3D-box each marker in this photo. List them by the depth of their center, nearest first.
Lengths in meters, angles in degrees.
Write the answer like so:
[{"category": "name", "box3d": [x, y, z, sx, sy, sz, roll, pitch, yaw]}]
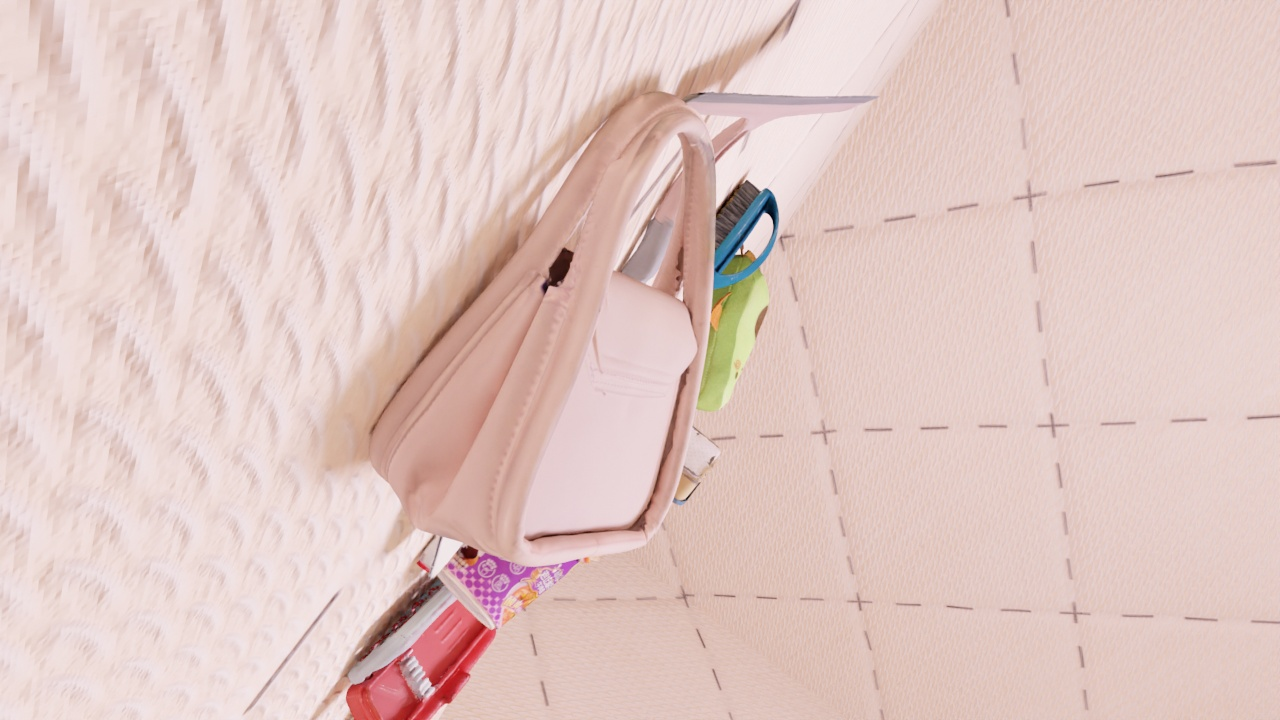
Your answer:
[{"category": "marker", "box3d": [-0.128, 0.107, 0.736, 0.145, 0.017, 0.017, -53, 175, -13]}]

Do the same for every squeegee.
[{"category": "squeegee", "box3d": [0.029, -0.103, 0.658, 0.247, 0.040, 0.250, -21, 156, -52]}]

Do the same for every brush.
[{"category": "brush", "box3d": [0.107, -0.132, 1.002, 0.143, 0.073, 0.055, -52, 167, -23]}]

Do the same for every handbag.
[{"category": "handbag", "box3d": [-0.017, -0.018, 0.463, 0.234, 0.093, 0.193, -66, 159, 4]}]

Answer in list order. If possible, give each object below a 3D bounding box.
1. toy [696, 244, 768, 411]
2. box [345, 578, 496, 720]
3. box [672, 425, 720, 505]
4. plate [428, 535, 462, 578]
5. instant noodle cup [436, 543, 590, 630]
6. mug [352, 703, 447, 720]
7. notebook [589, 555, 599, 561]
[{"category": "toy", "box3d": [0.101, -0.047, 1.106, 0.227, 0.090, 0.246, 59, 48, -70]}, {"category": "box", "box3d": [-0.178, 0.253, 0.844, 0.098, 0.119, 0.201, -21, -171, 24]}, {"category": "box", "box3d": [0.021, 0.105, 1.190, 0.089, 0.184, 0.061, -39, 169, -52]}, {"category": "plate", "box3d": [-0.093, 0.057, 0.623, 0.163, 0.034, 0.165, -48, 172, -50]}, {"category": "instant noodle cup", "box3d": [-0.116, 0.162, 0.771, 0.099, 0.111, 0.112, -42, 170, -24]}, {"category": "mug", "box3d": [-0.263, 0.375, 1.014, 0.106, 0.081, 0.114, -58, -159, 26]}, {"category": "notebook", "box3d": [-0.066, 0.156, 1.077, 0.211, 0.012, 0.149, 68, 23, -74]}]
